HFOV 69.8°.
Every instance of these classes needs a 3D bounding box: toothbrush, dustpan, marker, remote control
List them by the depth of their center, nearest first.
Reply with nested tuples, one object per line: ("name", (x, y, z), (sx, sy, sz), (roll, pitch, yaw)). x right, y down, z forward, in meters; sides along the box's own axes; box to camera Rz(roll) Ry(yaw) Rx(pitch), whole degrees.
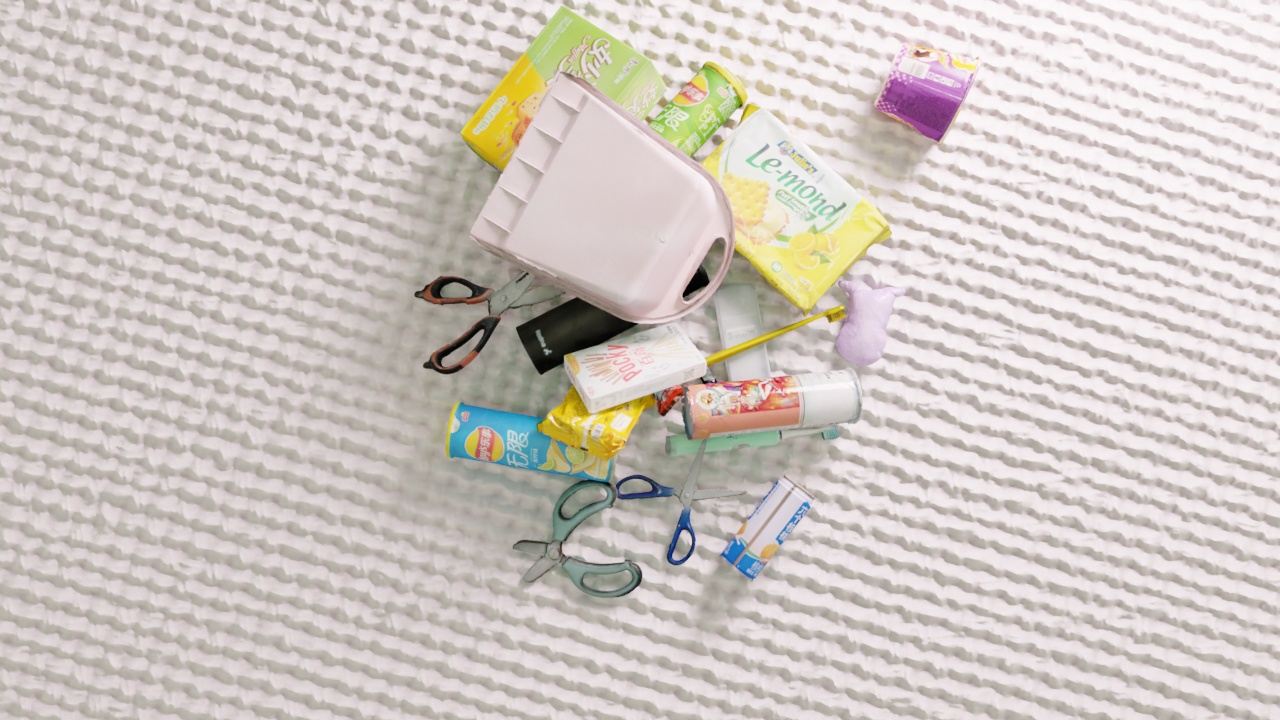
("dustpan", (-0.029, -0.166, 1.083), (0.273, 0.138, 0.223), (35, 97, 10))
("toothbrush", (0.170, -0.029, 1.157), (0.190, 0.015, 0.016), (-21, 97, -2))
("toothbrush", (0.142, 0.099, 1.173), (0.224, 0.026, 0.027), (-6, 65, -1))
("remote control", (0.130, -0.031, 1.175), (0.056, 0.020, 0.136), (-11, 90, -1))
("marker", (0.090, 0.030, 1.179), (0.018, 0.015, 0.124), (-29, 87, -5))

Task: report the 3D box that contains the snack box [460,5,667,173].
("snack box", (-0.095, -0.305, 1.122), (0.158, 0.070, 0.210), (39, 90, 22))

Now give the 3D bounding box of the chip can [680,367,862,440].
("chip can", (0.161, 0.055, 1.140), (0.214, 0.071, 0.071), (-6, 90, -6))

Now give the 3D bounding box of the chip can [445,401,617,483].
("chip can", (-0.132, 0.103, 1.147), (0.210, 0.071, 0.071), (9, 90, -1))

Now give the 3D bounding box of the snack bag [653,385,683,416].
("snack bag", (0.006, 0.023, 1.171), (0.104, 0.026, 0.048), (42, 81, 0))

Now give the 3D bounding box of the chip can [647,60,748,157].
("chip can", (0.034, -0.272, 1.148), (0.072, 0.072, 0.221), (44, 89, -1))

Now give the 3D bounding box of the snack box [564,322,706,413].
("snack box", (-0.007, 0.007, 1.126), (0.156, 0.084, 0.027), (-17, 135, -18))

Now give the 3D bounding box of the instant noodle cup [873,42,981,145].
("instant noodle cup", (0.352, -0.337, 1.140), (0.099, 0.111, 0.111), (23, 90, 8))

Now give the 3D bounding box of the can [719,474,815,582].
("can", (0.161, 0.211, 1.159), (0.053, 0.053, 0.134), (38, 90, -1))

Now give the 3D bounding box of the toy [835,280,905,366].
("toy", (0.284, -0.047, 1.169), (0.084, 0.039, 0.108), (12, 93, 17))

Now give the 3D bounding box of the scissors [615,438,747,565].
("scissors", (0.047, 0.176, 1.166), (0.162, 0.012, 0.173), (17, 101, 7))

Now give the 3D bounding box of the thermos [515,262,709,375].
("thermos", (-0.039, -0.076, 1.154), (0.242, 0.068, 0.090), (-28, 80, -2))

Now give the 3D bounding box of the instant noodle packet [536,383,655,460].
("instant noodle packet", (-0.051, 0.065, 1.120), (0.111, 0.128, 0.044), (18, 127, 14))

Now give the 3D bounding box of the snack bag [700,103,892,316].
("snack bag", (0.175, -0.186, 1.152), (0.246, 0.068, 0.158), (43, 90, -1))

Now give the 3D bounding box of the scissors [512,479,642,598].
("scissors", (-0.066, 0.245, 1.172), (0.181, 0.019, 0.170), (44, 94, -2))

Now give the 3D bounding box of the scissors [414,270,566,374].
("scissors", (-0.191, -0.067, 1.142), (0.227, 0.015, 0.189), (12, 80, 21))
